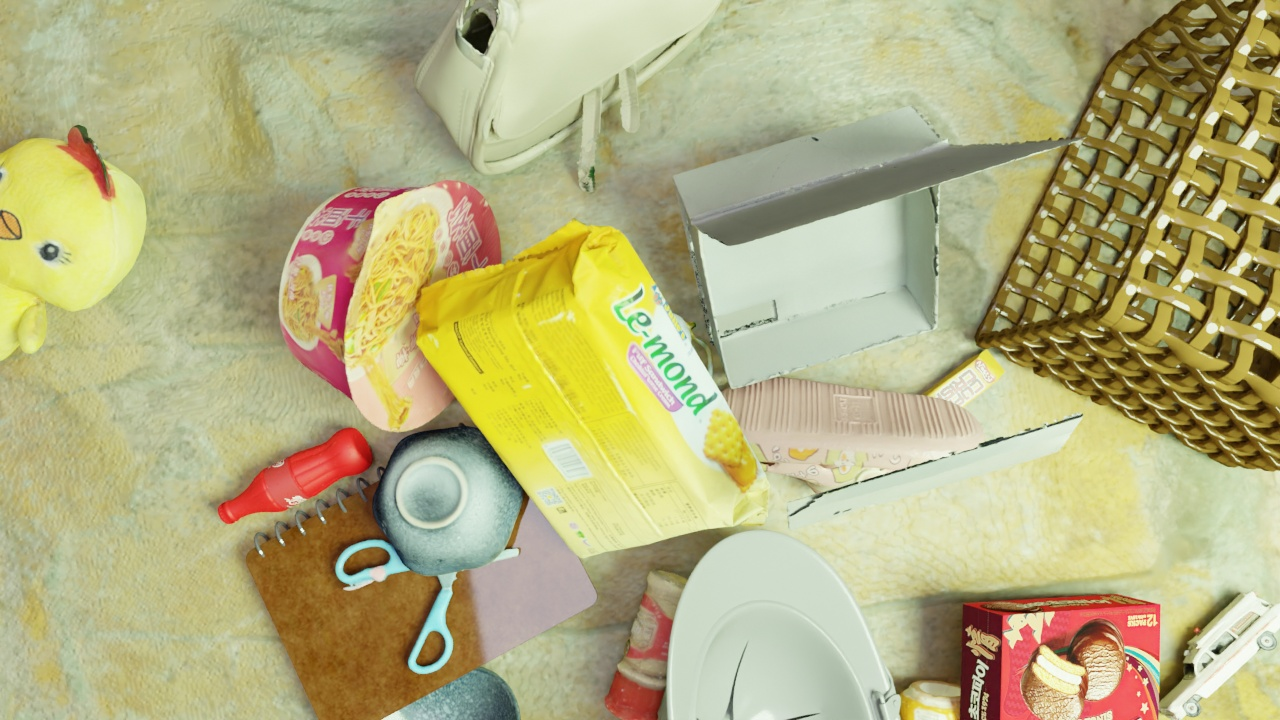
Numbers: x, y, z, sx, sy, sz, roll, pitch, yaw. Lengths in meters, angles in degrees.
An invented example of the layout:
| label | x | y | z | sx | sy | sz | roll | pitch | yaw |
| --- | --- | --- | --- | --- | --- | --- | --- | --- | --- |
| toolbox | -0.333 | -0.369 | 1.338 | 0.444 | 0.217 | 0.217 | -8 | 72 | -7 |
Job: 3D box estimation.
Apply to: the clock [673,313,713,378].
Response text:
| label | x | y | z | sx | sy | sz | roll | pitch | yaw |
| --- | --- | --- | --- | --- | --- | --- | --- | --- | --- |
| clock | -0.004 | 0.004 | 0.681 | 0.117 | 0.057 | 0.083 | 0 | 93 | -9 |

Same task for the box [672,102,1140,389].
| label | x | y | z | sx | sy | sz | roll | pitch | yaw |
| --- | --- | --- | --- | --- | --- | --- | --- | --- | --- |
| box | 0.123 | -0.062 | 0.541 | 0.167 | 0.330 | 0.165 | -17 | 96 | 1 |

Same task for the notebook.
| label | x | y | z | sx | sy | sz | roll | pitch | yaw |
| --- | --- | --- | --- | --- | --- | --- | --- | --- | --- |
| notebook | -0.167 | 0.158 | 0.691 | 0.225 | 0.024 | 0.167 | -28 | 82 | 0 |

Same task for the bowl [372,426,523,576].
| label | x | y | z | sx | sy | sz | roll | pitch | yaw |
| --- | --- | --- | --- | --- | --- | --- | --- | --- | --- |
| bowl | -0.141 | 0.097 | 0.651 | 0.110 | 0.055 | 0.110 | 0 | 77 | 2 |

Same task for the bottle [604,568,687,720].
| label | x | y | z | sx | sy | sz | roll | pitch | yaw |
| --- | --- | --- | --- | --- | --- | --- | --- | --- | --- |
| bottle | 0.009 | 0.211 | 0.681 | 0.044 | 0.044 | 0.109 | 19 | 88 | 2 |

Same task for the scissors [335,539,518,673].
| label | x | y | z | sx | sy | sz | roll | pitch | yaw |
| --- | --- | --- | --- | --- | --- | --- | --- | --- | --- |
| scissors | -0.153 | 0.169 | 0.671 | 0.135 | 0.015 | 0.129 | -10 | 84 | 5 |

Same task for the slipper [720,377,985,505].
| label | x | y | z | sx | sy | sz | roll | pitch | yaw |
| --- | --- | --- | --- | --- | --- | --- | --- | --- | --- |
| slipper | 0.142 | 0.067 | 0.661 | 0.197 | 0.093 | 0.082 | 4 | 117 | 13 |

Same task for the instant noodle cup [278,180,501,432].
| label | x | y | z | sx | sy | sz | roll | pitch | yaw |
| --- | --- | --- | --- | --- | --- | --- | --- | --- | --- |
| instant noodle cup | -0.176 | -0.046 | 0.643 | 0.078 | 0.178 | 0.178 | 17 | 88 | 19 |

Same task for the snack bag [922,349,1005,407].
| label | x | y | z | sx | sy | sz | roll | pitch | yaw |
| --- | --- | --- | --- | --- | --- | --- | --- | --- | --- |
| snack bag | 0.230 | 0.030 | 0.692 | 0.099 | 0.020 | 0.026 | -37 | 88 | 0 |

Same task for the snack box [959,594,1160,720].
| label | x | y | z | sx | sy | sz | roll | pitch | yaw |
| --- | --- | --- | --- | --- | --- | --- | --- | --- | --- |
| snack box | 0.294 | 0.237 | 0.641 | 0.152 | 0.036 | 0.132 | 4 | 87 | -24 |

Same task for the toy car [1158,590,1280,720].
| label | x | y | z | sx | sy | sz | roll | pitch | yaw |
| --- | --- | --- | --- | --- | --- | --- | --- | --- | --- |
| toy car | 0.420 | 0.215 | 0.671 | 0.113 | 0.039 | 0.039 | -42 | 66 | 0 |

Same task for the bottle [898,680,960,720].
| label | x | y | z | sx | sy | sz | roll | pitch | yaw |
| --- | --- | --- | --- | --- | --- | --- | --- | --- | --- |
| bottle | 0.214 | 0.290 | 0.660 | 0.063 | 0.063 | 0.109 | 3 | 88 | 2 |

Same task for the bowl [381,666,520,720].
| label | x | y | z | sx | sy | sz | roll | pitch | yaw |
| --- | --- | --- | --- | --- | --- | --- | --- | --- | --- |
| bowl | -0.136 | 0.296 | 0.663 | 0.137 | 0.137 | 0.057 | -28 | 127 | 0 |

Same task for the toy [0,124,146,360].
| label | x | y | z | sx | sy | sz | roll | pitch | yaw |
| --- | --- | --- | --- | --- | --- | --- | --- | --- | --- |
| toy | -0.450 | -0.084 | 0.689 | 0.208 | 0.092 | 0.134 | -38 | 81 | 9 |

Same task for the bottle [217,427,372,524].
| label | x | y | z | sx | sy | sz | roll | pitch | yaw |
| --- | --- | --- | --- | --- | --- | --- | --- | --- | --- |
| bottle | -0.264 | 0.091 | 0.697 | 0.119 | 0.036 | 0.036 | -27 | 87 | 1 |

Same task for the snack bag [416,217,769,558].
| label | x | y | z | sx | sy | sz | roll | pitch | yaw |
| --- | --- | --- | --- | --- | --- | --- | --- | --- | --- |
| snack bag | -0.035 | 0.032 | 0.603 | 0.160 | 0.068 | 0.247 | -16 | 119 | 33 |

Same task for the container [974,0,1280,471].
| label | x | y | z | sx | sy | sz | roll | pitch | yaw |
| --- | --- | --- | --- | --- | --- | --- | --- | --- | --- |
| container | 0.400 | -0.081 | 0.592 | 0.214 | 0.219 | 0.251 | 26 | 88 | 3 |

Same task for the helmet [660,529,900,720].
| label | x | y | z | sx | sy | sz | roll | pitch | yaw |
| --- | --- | --- | --- | --- | --- | --- | --- | --- | --- |
| helmet | 0.077 | 0.259 | 0.645 | 0.183 | 0.118 | 0.271 | -10 | 81 | -30 |

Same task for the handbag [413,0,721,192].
| label | x | y | z | sx | sy | sz | roll | pitch | yaw |
| --- | --- | --- | --- | --- | --- | --- | --- | --- | --- |
| handbag | -0.029 | -0.219 | 0.641 | 0.228 | 0.184 | 0.132 | -37 | 89 | -17 |
